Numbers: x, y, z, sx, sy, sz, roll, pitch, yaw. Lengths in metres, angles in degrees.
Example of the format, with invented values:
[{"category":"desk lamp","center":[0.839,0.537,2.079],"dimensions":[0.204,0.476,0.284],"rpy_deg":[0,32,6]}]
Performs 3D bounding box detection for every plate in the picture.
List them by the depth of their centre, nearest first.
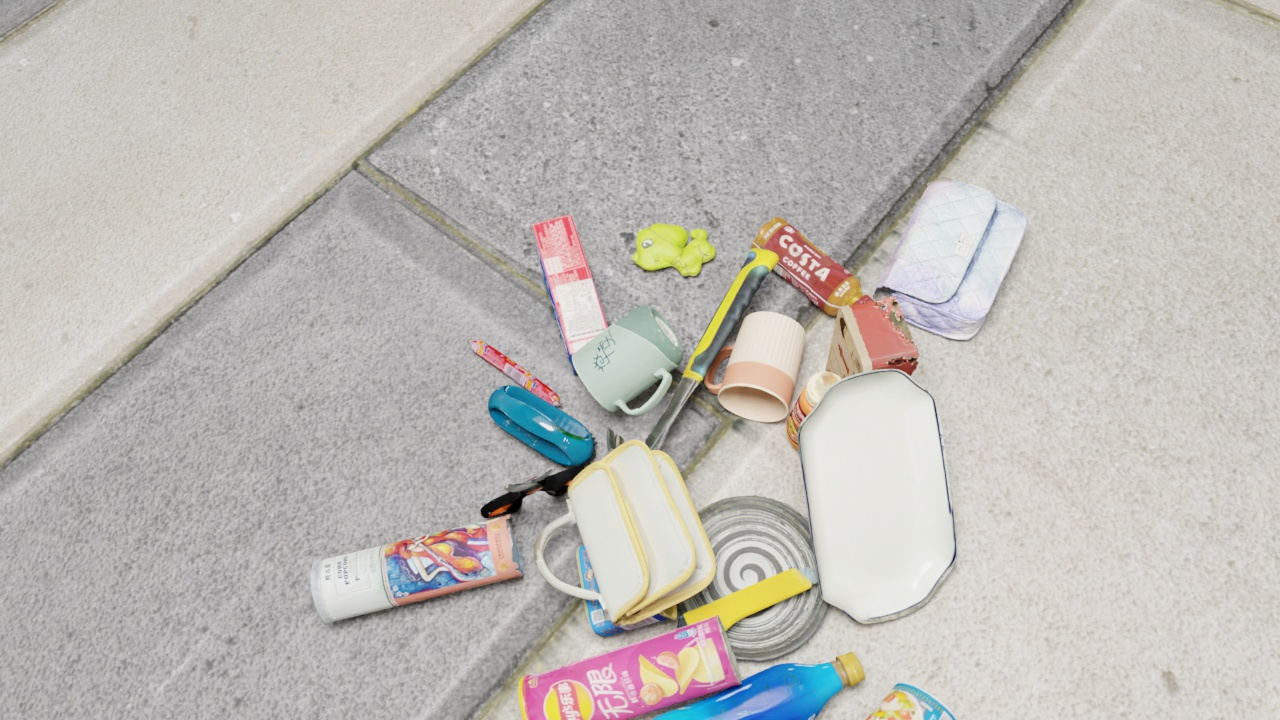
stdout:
[{"category":"plate","center":[0.241,0.139,0.951],"dimensions":[0.162,0.034,0.266],"rpy_deg":[-13,100,-12]},{"category":"plate","center":[0.118,0.233,0.990],"dimensions":[0.179,0.024,0.179],"rpy_deg":[-3,62,5]}]

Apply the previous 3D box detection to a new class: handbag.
[{"category":"handbag","center":[-0.030,0.185,0.932],"dimensions":[0.179,0.063,0.163],"rpy_deg":[-33,56,13]},{"category":"handbag","center":[0.386,-0.129,1.134],"dimensions":[0.134,0.076,0.193],"rpy_deg":[24,65,16]}]

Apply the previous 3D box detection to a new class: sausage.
[{"category":"sausage","center":[-0.155,0.013,1.128],"dimensions":[0.156,0.020,0.020],"rpy_deg":[34,69,20]}]

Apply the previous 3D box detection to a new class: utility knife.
[{"category":"utility knife","center":[0.112,0.254,0.956],"dimensions":[0.167,0.015,0.033],"rpy_deg":[-21,70,-6]}]

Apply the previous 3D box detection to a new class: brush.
[{"category":"brush","center":[-0.117,0.074,1.062],"dimensions":[0.144,0.073,0.055],"rpy_deg":[30,84,18]}]

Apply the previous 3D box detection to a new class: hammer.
[{"category":"hammer","center":[0.066,0.004,1.061],"dimensions":[0.126,0.032,0.322],"rpy_deg":[13,66,47]}]

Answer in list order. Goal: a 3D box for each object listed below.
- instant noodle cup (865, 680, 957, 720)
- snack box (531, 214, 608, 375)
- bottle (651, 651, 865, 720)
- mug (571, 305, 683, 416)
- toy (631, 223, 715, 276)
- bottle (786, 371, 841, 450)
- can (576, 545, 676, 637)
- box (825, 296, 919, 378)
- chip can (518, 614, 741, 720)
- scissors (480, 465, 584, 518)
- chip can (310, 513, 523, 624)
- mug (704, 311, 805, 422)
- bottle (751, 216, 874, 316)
[{"category":"instant noodle cup","center":[0.245,0.370,0.871],"dimensions":[0.099,0.099,0.109],"rpy_deg":[36,63,21]},{"category":"snack box","center":[-0.086,-0.083,1.154],"dimensions":[0.058,0.057,0.207],"rpy_deg":[-15,62,-7]},{"category":"bottle","center":[0.118,0.344,0.905],"dimensions":[0.218,0.065,0.065],"rpy_deg":[-21,62,-7]},{"category":"mug","center":[-0.006,0.006,1.038],"dimensions":[0.106,0.082,0.111],"rpy_deg":[-35,58,12]},{"category":"toy","center":[0.042,-0.146,1.193],"dimensions":[0.100,0.031,0.096],"rpy_deg":[38,71,16]},{"category":"bottle","center":[0.198,0.054,1.007],"dimensions":[0.067,0.150,0.066],"rpy_deg":[-2,62,3]},{"category":"can","center":[-0.015,0.233,0.969],"dimensions":[0.083,0.057,0.102],"rpy_deg":[-20,60,14]},{"category":"box","center":[0.260,0.004,1.018],"dimensions":[0.077,0.168,0.091],"rpy_deg":[-12,62,-2]},{"category":"chip can","center":[-0.010,0.317,0.907],"dimensions":[0.210,0.071,0.071],"rpy_deg":[-19,62,4]},{"category":"scissors","center":[-0.121,0.139,0.959],"dimensions":[0.198,0.226,0.021],"rpy_deg":[-27,80,22]},{"category":"chip can","center":[-0.238,0.225,0.992],"dimensions":[0.214,0.071,0.071],"rpy_deg":[-13,62,-4]},{"category":"mug","center":[0.132,0.007,1.084],"dimensions":[0.115,0.081,0.105],"rpy_deg":[-2,55,37]},{"category":"bottle","center":[0.218,-0.107,1.144],"dimensions":[0.057,0.057,0.175],"rpy_deg":[-39,67,-16]}]
